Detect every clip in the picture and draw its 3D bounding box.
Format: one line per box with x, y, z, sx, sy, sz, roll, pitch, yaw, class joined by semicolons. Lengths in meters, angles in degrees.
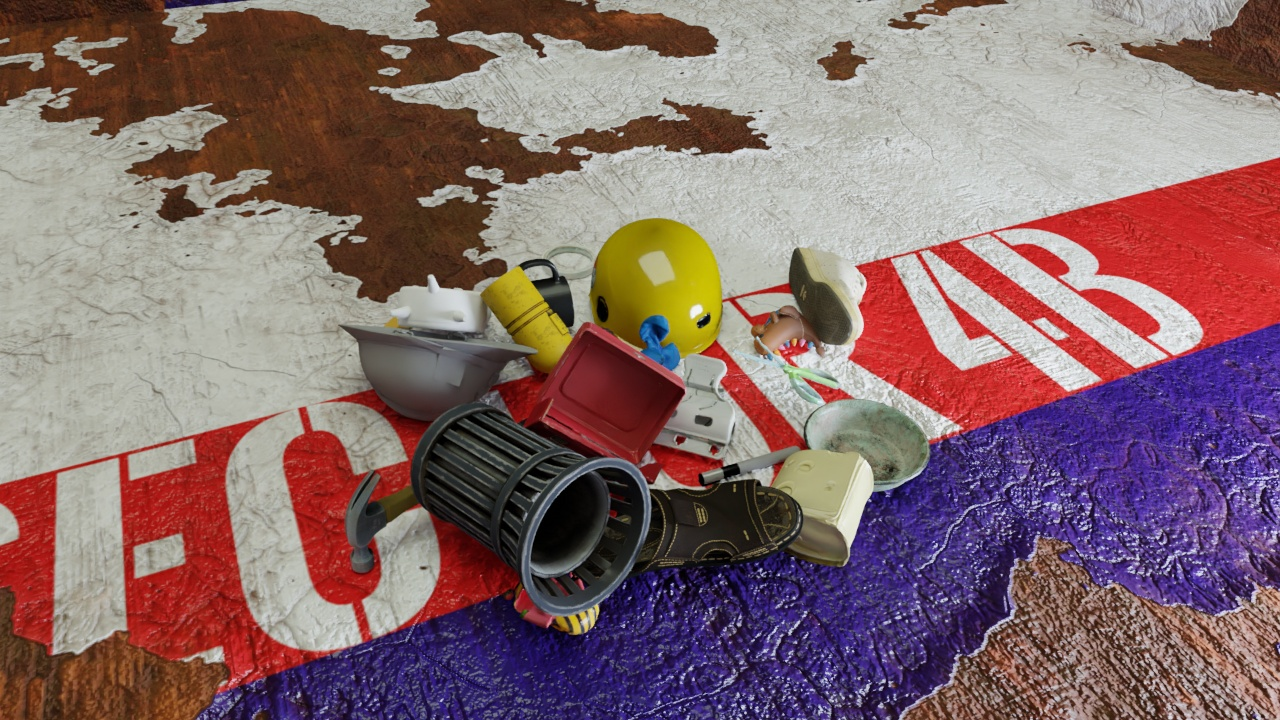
0.069;0.063;1.216;0.125;0.073;0.142;16;51;13;clip

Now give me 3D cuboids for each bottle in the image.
-0.147;-0.045;1.282;0.070;0.071;0.164;-38;93;-39;bottle

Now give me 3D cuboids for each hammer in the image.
-0.204;0.124;1.094;0.025;0.118;0.332;28;40;33;hammer

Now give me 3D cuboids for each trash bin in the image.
-0.127;0.143;0.974;0.163;0.164;0.228;-31;36;-34;trash bin

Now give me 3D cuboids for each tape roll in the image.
-0.118;-0.165;1.525;0.093;0.013;0.092;1;38;-1;tape roll

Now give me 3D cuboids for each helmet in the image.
-0.273;0.021;1.208;0.271;0.117;0.183;9;2;14;helmet
0.029;-0.126;1.381;0.209;0.140;0.239;-9;40;-14;helmet

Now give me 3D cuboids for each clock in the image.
-0.282;-0.081;1.317;0.125;0.073;0.161;4;1;3;clock

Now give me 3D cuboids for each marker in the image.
0.139;0.132;1.159;0.140;0.016;0.016;-13;41;-19;marker

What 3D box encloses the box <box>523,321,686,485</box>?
-0.037;0.050;1.110;0.157;0.154;0.168;31;69;-13;box

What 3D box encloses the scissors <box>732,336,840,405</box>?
0.205;0.013;1.260;0.171;0.022;0.173;15;29;-16;scissors

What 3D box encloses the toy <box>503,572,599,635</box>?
-0.094;0.254;0.977;0.103;0.046;0.084;24;32;17;toy

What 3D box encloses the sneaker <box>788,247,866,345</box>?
0.306;-0.098;1.410;0.102;0.089;0.241;2;33;-13;sneaker

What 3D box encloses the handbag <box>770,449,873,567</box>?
0.202;0.167;1.067;0.111;0.081;0.119;7;39;27;handbag

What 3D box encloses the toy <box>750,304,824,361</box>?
0.217;-0.027;1.351;0.090;0.071;0.103;-39;76;-24;toy

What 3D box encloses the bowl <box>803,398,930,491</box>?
0.285;0.113;1.170;0.157;0.039;0.157;1;38;-1;bowl

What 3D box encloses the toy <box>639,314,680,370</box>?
-0.007;0.007;1.251;0.176;0.113;0.071;-35;37;-26;toy

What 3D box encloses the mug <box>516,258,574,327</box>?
-0.151;-0.096;1.356;0.088;0.114;0.078;-11;32;-16;mug

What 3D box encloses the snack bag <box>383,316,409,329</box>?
-0.362;-0.051;1.366;0.026;0.020;0.099;11;40;20;snack bag

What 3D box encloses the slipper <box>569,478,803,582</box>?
0.042;0.181;1.004;0.268;0.076;0.112;-12;44;7;slipper
